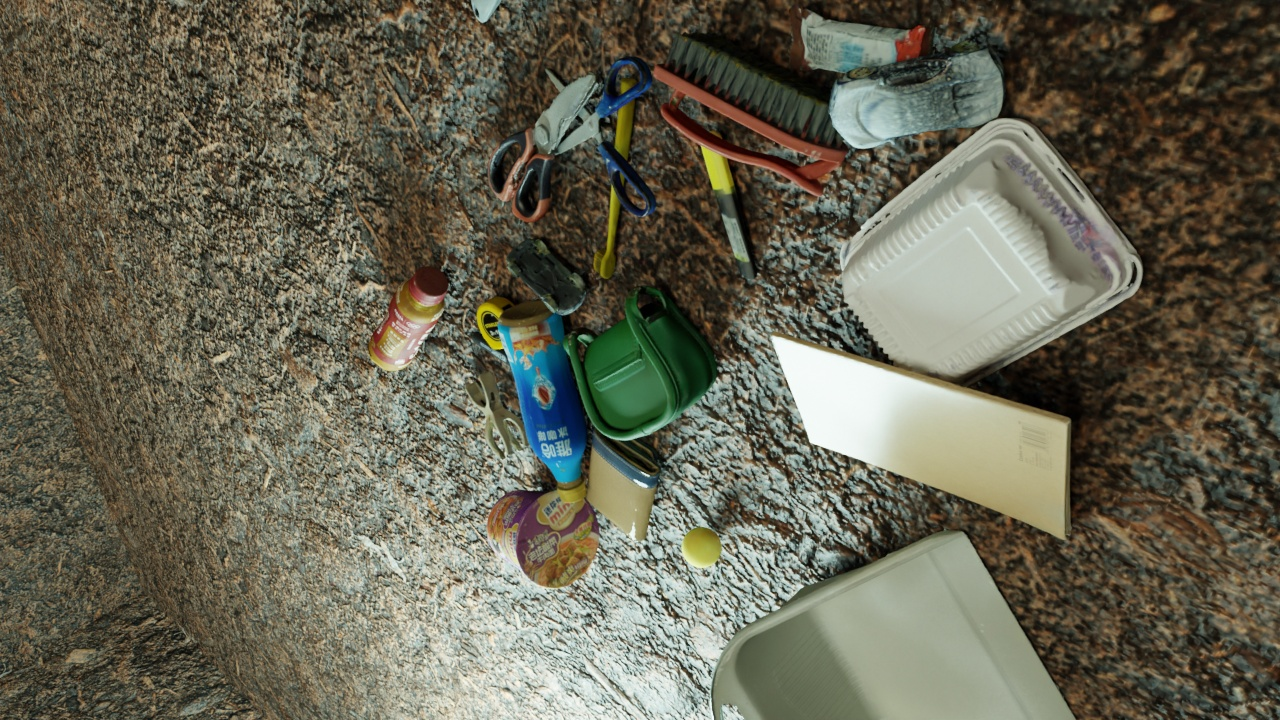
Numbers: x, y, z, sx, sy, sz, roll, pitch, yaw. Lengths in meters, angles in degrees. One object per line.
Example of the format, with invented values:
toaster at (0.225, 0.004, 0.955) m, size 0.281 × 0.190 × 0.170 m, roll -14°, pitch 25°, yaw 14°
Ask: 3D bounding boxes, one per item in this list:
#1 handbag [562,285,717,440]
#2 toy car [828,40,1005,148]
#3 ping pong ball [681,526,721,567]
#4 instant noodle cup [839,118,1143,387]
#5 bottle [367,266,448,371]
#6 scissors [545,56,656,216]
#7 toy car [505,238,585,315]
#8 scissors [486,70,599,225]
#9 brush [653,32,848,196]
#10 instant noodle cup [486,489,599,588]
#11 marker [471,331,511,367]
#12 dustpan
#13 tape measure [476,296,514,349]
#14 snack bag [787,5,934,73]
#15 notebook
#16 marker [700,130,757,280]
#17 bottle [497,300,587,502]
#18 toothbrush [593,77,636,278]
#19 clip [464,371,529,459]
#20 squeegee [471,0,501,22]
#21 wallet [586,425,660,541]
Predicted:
handbag at (-0.005, 0.005, 0.841) m, size 0.132 × 0.067 × 0.120 m, roll -32°, pitch 91°, yaw 50°
toy car at (0.168, -0.160, 0.563) m, size 0.106 × 0.031 × 0.049 m, roll -7°, pitch 127°, yaw 24°
ping pong ball at (0.061, 0.187, 0.920) m, size 0.040 × 0.040 × 0.040 m, roll 25°, pitch 131°, yaw 32°
instant noodle cup at (0.209, -0.055, 0.598) m, size 0.138 × 0.060 × 0.174 m, roll 53°, pitch 139°, yaw 4°
bottle at (-0.271, -0.049, 1.075) m, size 0.057 × 0.057 × 0.175 m, roll 52°, pitch 140°, yaw 4°
scissors at (-0.031, -0.189, 0.757) m, size 0.176 × 0.012 × 0.162 m, roll -31°, pitch 83°, yaw 58°
toy car at (-0.091, -0.080, 0.891) m, size 0.090 × 0.043 × 0.034 m, roll 42°, pitch 165°, yaw 20°
scissors at (-0.079, -0.180, 0.809) m, size 0.210 × 0.015 × 0.177 m, roll 21°, pitch 130°, yaw 44°
brush at (0.080, -0.172, 0.643) m, size 0.146 × 0.063 × 0.069 m, roll 34°, pitch 124°, yaw 21°
instant noodle cup at (-0.121, 0.198, 1.062) m, size 0.099 × 0.111 × 0.111 m, roll 3°, pitch 118°, yaw 51°
marker at (-0.144, -0.002, 1.015) m, size 0.124 × 0.015 × 0.018 m, roll 30°, pitch 130°, yaw 30°
dustpan at (0.194, 0.293, 0.785) m, size 0.259 × 0.142 × 0.222 m, roll -28°, pitch 95°, yaw 51°
tape measure at (-0.147, -0.040, 0.980) m, size 0.060 × 0.028 × 0.057 m, roll -8°, pitch 111°, yaw 47°
snack bag at (0.139, -0.201, 0.592) m, size 0.105 × 0.026 × 0.045 m, roll 24°, pitch 143°, yaw 33°
notebook at (0.202, 0.052, 0.664) m, size 0.212 × 0.012 × 0.149 m, roll 20°, pitch 154°, yaw 35°
marker at (0.072, -0.120, 0.724) m, size 0.018 × 0.015 × 0.124 m, roll 3°, pitch 121°, yaw 44°
bottle at (-0.092, 0.048, 0.954) m, size 0.065 × 0.065 × 0.219 m, roll 8°, pitch 120°, yaw 41°
toothbrush at (-0.023, -0.152, 0.794) m, size 0.016 × 0.015 × 0.190 m, roll 38°, pitch 137°, yaw 30°
clip at (-0.170, 0.065, 1.072) m, size 0.076 × 0.034 × 0.100 m, roll -29°, pitch 89°, yaw 51°
squeegee at (-0.084, -0.337, 0.711) m, size 0.247 × 0.039 × 0.246 m, roll -28°, pitch 94°, yaw 50°
wallet at (-0.019, 0.128, 0.968) m, size 0.090 × 0.033 × 0.115 m, roll 35°, pitch 137°, yaw 27°
